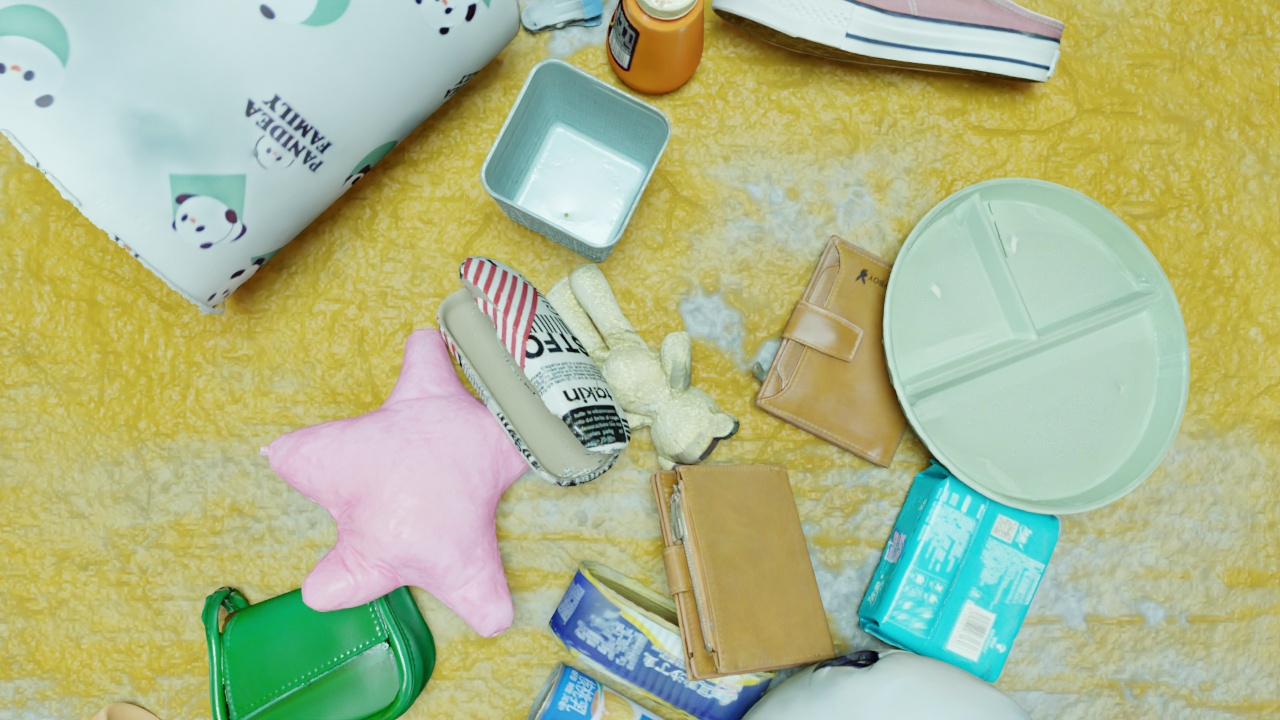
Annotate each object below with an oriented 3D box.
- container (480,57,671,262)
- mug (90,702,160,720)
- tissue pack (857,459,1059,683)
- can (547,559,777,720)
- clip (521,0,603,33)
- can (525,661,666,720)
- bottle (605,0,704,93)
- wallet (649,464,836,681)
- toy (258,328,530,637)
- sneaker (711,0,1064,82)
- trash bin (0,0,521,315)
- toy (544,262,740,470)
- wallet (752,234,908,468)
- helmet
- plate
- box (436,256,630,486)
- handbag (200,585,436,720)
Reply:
[{"bbox_3d":[-0.040,-0.119,0.584,0.090,0.111,0.090,27,88,-2],"label":"container"},{"bbox_3d":[-0.357,0.283,0.579,0.078,0.078,0.122,40,81,-2],"label":"mug"},{"bbox_3d":[0.215,0.141,0.622,0.093,0.050,0.133,26,87,-1],"label":"tissue pack"},{"bbox_3d":[0.014,0.187,0.599,0.148,0.074,0.049,29,89,-4],"label":"can"},{"bbox_3d":[-0.055,-0.240,0.634,0.058,0.038,0.026,-17,91,-5],"label":"clip"},{"bbox_3d":[-0.008,0.255,0.606,0.134,0.053,0.053,30,87,-2],"label":"can"},{"bbox_3d":[0.013,-0.216,0.570,0.067,0.149,0.066,0,88,-3],"label":"bottle"},{"bbox_3d":[0.065,0.131,0.584,0.107,0.031,0.131,3,61,-30],"label":"wallet"},{"bbox_3d":[-0.146,0.068,0.582,0.178,0.075,0.194,17,63,-14],"label":"toy"},{"bbox_3d":[0.167,-0.242,0.603,0.241,0.118,0.088,6,106,-9],"label":"sneaker"},{"bbox_3d":[-0.223,-0.192,0.530,0.251,0.230,0.229,-40,91,-10],"label":"trash bin"},{"bbox_3d":[-0.004,0.004,0.613,0.105,0.066,0.157,-41,87,29],"label":"toy"},{"bbox_3d":[0.144,-0.008,0.634,0.119,0.035,0.130,25,87,-8],"label":"wallet"},{"bbox_3d":[0.140,0.264,0.551,0.229,0.145,0.258,-45,135,17],"label":"helmet"},{"bbox_3d":[0.265,-0.011,0.619,0.230,0.027,0.230,2,80,-12],"label":"plate"},{"bbox_3d":[-0.072,0.011,0.591,0.163,0.075,0.082,50,117,20],"label":"box"},{"bbox_3d":[-0.206,0.187,0.595,0.131,0.068,0.120,-18,82,-2],"label":"handbag"}]
